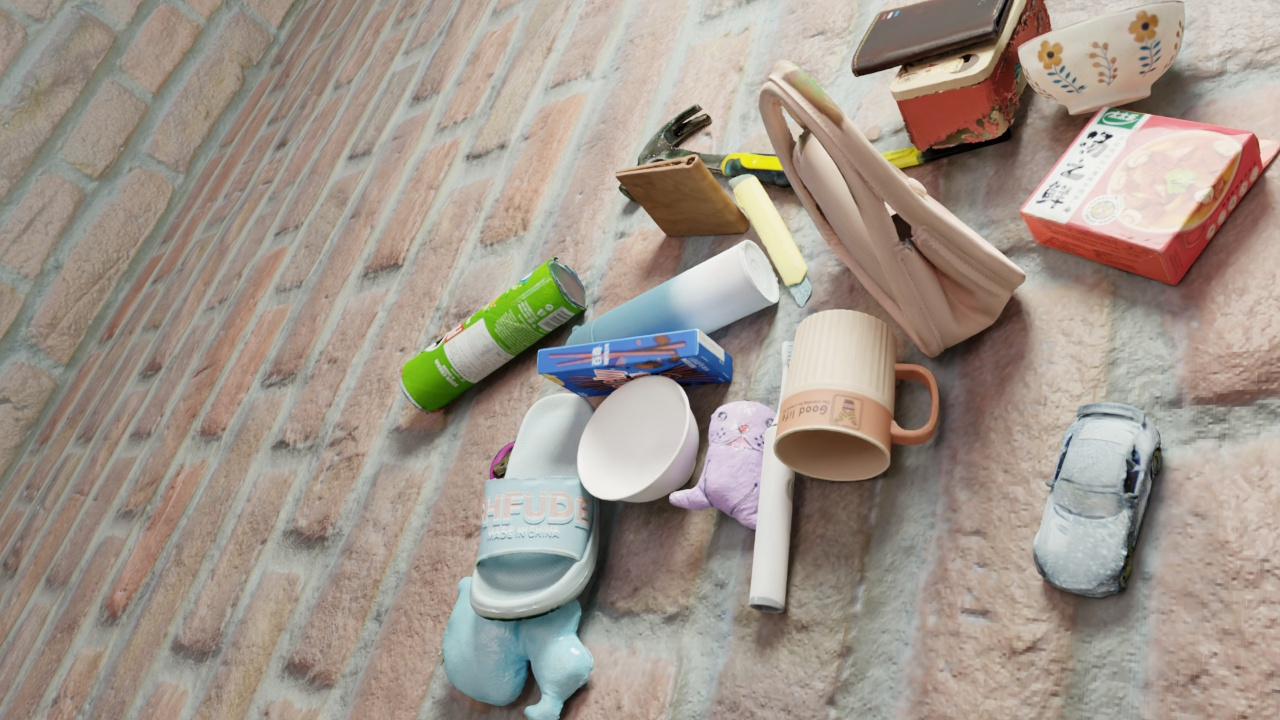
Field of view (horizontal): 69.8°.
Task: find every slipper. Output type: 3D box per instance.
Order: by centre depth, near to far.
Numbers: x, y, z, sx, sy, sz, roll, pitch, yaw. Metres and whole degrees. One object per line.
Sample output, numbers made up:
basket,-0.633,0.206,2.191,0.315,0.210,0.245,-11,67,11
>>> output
slipper,-0.087,0.118,0.819,0.104,0.074,0.244,-1,46,11

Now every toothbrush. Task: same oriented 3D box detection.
toothbrush,0.108,0.083,0.713,0.026,0.027,0.220,-1,63,21

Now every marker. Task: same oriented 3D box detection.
marker,0.262,-0.186,0.807,0.124,0.015,0.018,-6,55,39

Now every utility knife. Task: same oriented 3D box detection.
utility knife,0.123,-0.119,0.865,0.031,0.019,0.173,-37,48,21

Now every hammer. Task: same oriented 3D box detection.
hammer,0.107,-0.207,0.959,0.324,0.032,0.126,23,77,50

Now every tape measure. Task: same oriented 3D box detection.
tape measure,-0.123,0.109,0.918,0.058,0.039,0.057,-51,39,-2

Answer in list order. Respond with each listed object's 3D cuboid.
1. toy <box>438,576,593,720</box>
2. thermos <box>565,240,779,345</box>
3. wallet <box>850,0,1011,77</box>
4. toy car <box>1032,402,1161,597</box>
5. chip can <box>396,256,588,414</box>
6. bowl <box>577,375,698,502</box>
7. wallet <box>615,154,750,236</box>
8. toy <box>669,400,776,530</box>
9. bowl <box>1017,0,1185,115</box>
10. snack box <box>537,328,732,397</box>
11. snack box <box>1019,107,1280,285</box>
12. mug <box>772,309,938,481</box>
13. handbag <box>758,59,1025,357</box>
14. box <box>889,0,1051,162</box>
toy,-0.115,0.247,0.794,0.156,0.050,0.161,-31,52,14
thermos,0.024,-0.038,0.879,0.221,0.070,0.070,-26,44,28
wallet,0.246,-0.282,0.771,0.122,0.020,0.096,-4,45,39
toy car,0.278,0.083,0.561,0.054,0.036,0.120,6,67,46
chip can,-0.169,-0.026,1.046,0.236,0.072,0.072,-33,42,19
bowl,0.011,0.079,0.795,0.118,0.064,0.118,-26,44,28
wallet,0.041,-0.164,0.933,0.115,0.101,0.020,2,58,46
toy,0.077,0.081,0.744,0.084,0.039,0.107,13,67,14
bowl,0.352,-0.224,0.698,0.114,0.113,0.062,-7,96,40
snack box,-0.005,0.005,0.826,0.157,0.084,0.026,-7,70,25
snack box,0.356,-0.128,0.647,0.127,0.044,0.113,-52,39,-3
mug,0.163,0.027,0.686,0.115,0.082,0.105,2,57,20
handbag,0.164,-0.127,0.677,0.093,0.234,0.193,-42,39,12
box,0.290,-0.253,0.785,0.091,0.079,0.168,0,48,43
